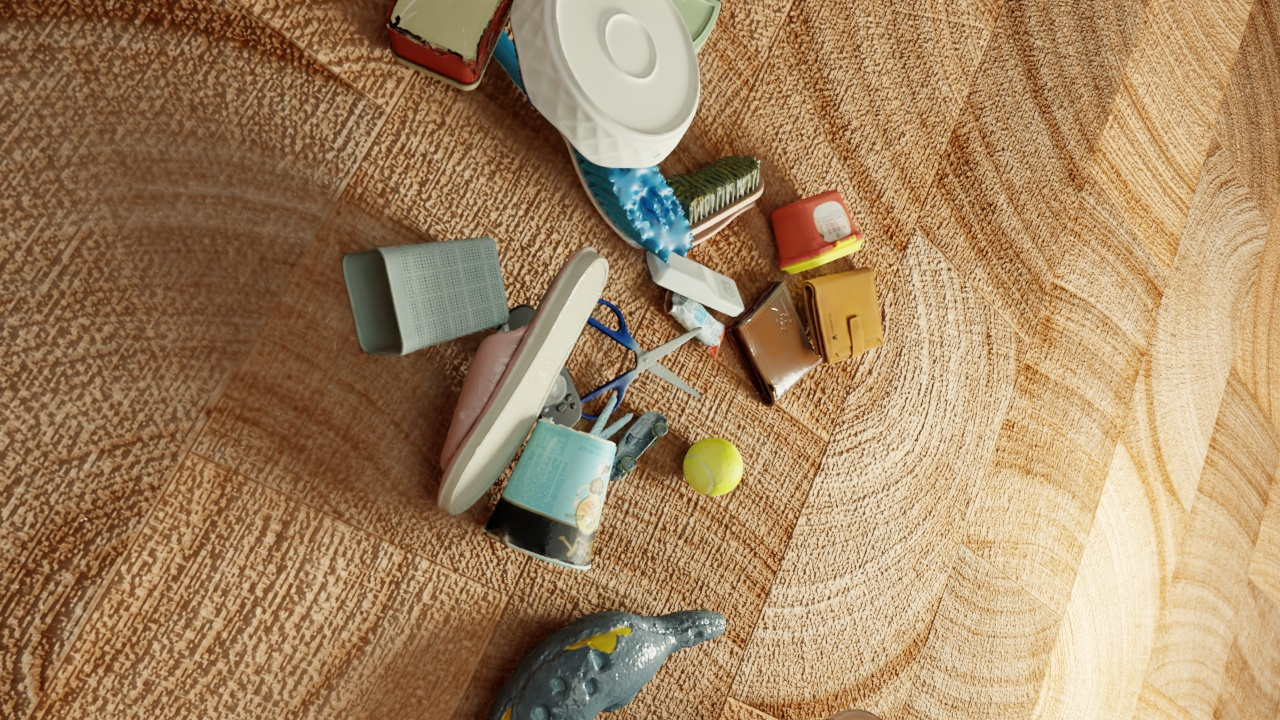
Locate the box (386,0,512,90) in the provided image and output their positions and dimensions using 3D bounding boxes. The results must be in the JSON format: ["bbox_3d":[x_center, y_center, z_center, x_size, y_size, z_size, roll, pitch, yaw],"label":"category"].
[{"bbox_3d":[-0.150,-0.334,0.798,0.091,0.077,0.168,22,79,-7],"label":"box"}]

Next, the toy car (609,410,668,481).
[{"bbox_3d":[-0.006,0.090,0.965,0.034,0.043,0.090,43,62,0],"label":"toy car"}]

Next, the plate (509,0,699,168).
[{"bbox_3d":[-0.021,-0.277,0.836,0.204,0.046,0.204,12,72,-40],"label":"plate"}]

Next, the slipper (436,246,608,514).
[{"bbox_3d":[-0.116,0.015,0.823,0.274,0.054,0.114,-60,166,7],"label":"slipper"}]

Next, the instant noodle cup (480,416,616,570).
[{"bbox_3d":[-0.078,0.121,0.862,0.111,0.111,0.120,23,84,-35],"label":"instant noodle cup"}]

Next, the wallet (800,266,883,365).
[{"bbox_3d":[0.254,-0.056,1.142,0.131,0.031,0.108,-15,96,-42],"label":"wallet"}]

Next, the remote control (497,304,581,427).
[{"bbox_3d":[-0.101,0.009,0.901,0.053,0.024,0.136,-35,113,-28],"label":"remote control"}]

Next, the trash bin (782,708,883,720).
[{"bbox_3d":[0.165,0.494,1.020,0.192,0.228,0.227,18,81,-23],"label":"trash bin"}]

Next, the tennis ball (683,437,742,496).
[{"bbox_3d":[0.080,0.117,1.013,0.065,0.066,0.065,-2,93,-36],"label":"tennis ball"}]

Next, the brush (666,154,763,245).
[{"bbox_3d":[0.080,-0.175,1.006,0.145,0.063,0.073,-32,139,-33],"label":"brush"}]

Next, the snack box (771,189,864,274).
[{"bbox_3d":[0.207,-0.154,1.086,0.091,0.082,0.080,-22,95,-34],"label":"snack box"}]

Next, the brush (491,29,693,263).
[{"bbox_3d":[-0.061,-0.221,0.887,0.060,0.109,0.314,-47,125,-16],"label":"brush"}]

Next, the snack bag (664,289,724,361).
[{"bbox_3d":[0.061,-0.044,1.014,0.104,0.026,0.048,38,51,-30],"label":"snack bag"}]

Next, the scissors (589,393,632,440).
[{"bbox_3d":[-0.063,0.087,0.931,0.093,0.017,0.137,31,82,-27],"label":"scissors"}]

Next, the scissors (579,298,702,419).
[{"bbox_3d":[-0.007,0.001,0.963,0.176,0.012,0.162,44,74,-21],"label":"scissors"}]

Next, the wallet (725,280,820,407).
[{"bbox_3d":[0.160,-0.020,1.087,0.101,0.032,0.124,-44,118,-30],"label":"wallet"}]

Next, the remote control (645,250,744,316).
[{"bbox_3d":[0.061,-0.087,1.001,0.124,0.024,0.049,20,40,-36],"label":"remote control"}]

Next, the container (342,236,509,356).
[{"bbox_3d":[-0.184,-0.061,0.799,0.111,0.090,0.090,-18,103,-37],"label":"container"}]

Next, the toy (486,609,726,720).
[{"bbox_3d":[-0.054,0.322,0.912,0.355,0.091,0.138,-27,120,-30],"label":"toy"}]

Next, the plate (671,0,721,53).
[{"bbox_3d":[-0.003,-0.402,0.916,0.229,0.028,0.230,-2,94,-35],"label":"plate"}]
